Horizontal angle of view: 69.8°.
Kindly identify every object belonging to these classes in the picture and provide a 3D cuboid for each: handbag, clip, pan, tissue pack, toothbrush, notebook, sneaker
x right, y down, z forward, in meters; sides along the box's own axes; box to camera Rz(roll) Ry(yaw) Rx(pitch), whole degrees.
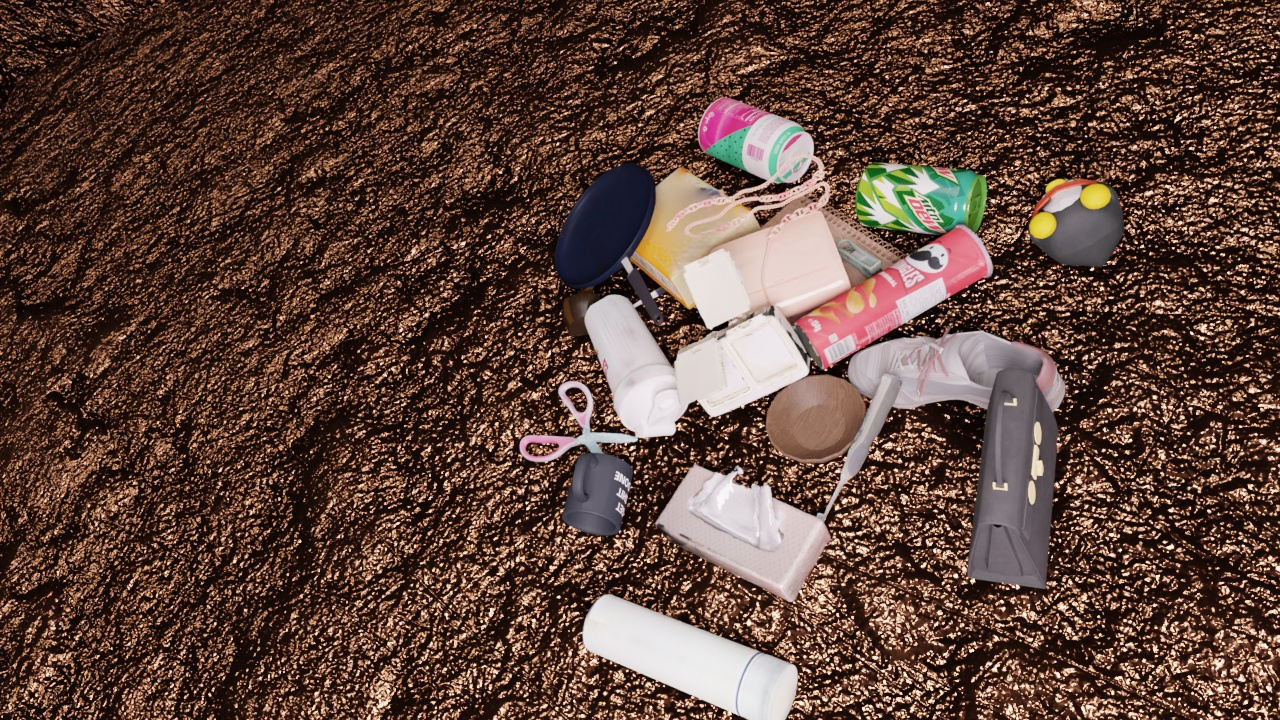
[{"bbox_3d":[0.150,-0.125,1.112,0.199,0.187,0.116,-19,62,9],"label":"handbag"},{"bbox_3d":[0.276,-0.128,1.155,0.023,0.047,0.076,-38,45,-3],"label":"clip"},{"bbox_3d":[-0.026,-0.145,1.248,0.199,0.021,0.356,-48,37,16],"label":"pan"},{"bbox_3d":[0.111,0.181,1.026,0.181,0.071,0.103,21,69,39],"label":"tissue pack"},{"bbox_3d":[0.041,-0.104,1.296,0.187,0.012,0.017,-33,62,2],"label":"toothbrush"},{"bbox_3d":[0.228,-0.123,1.212,0.169,0.022,0.210,-41,49,-4],"label":"notebook"},{"bbox_3d":[0.240,0.102,1.017,0.024,0.022,0.185,26,91,12],"label":"toothbrush"},{"bbox_3d":[0.341,0.003,1.019,0.236,0.089,0.099,6,60,29],"label":"sneaker"},{"bbox_3d":[0.351,0.095,0.877,0.072,0.196,0.175,3,59,28],"label":"handbag"}]

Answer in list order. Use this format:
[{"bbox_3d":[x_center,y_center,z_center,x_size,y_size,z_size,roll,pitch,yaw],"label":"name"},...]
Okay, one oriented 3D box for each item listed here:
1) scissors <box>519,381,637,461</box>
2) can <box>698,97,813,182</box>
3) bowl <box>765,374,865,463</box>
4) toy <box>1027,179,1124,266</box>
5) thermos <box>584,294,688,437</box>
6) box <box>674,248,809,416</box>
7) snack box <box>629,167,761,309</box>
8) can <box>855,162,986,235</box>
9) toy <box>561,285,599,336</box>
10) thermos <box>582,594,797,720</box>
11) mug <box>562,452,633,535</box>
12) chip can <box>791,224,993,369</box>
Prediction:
[{"bbox_3d":[-0.077,0.086,1.219,0.173,0.014,0.158,-3,57,25],"label":"scissors"},{"bbox_3d":[0.165,-0.321,1.338,0.088,0.088,0.166,-47,50,-10],"label":"can"},{"bbox_3d":[0.207,0.073,1.074,0.118,0.030,0.117,-13,52,18],"label":"bowl"},{"bbox_3d":[0.502,-0.165,1.059,0.098,0.099,0.119,-31,22,28],"label":"toy"},{"bbox_3d":[-0.007,0.007,1.197,0.099,0.099,0.220,-31,44,3],"label":"thermos"},{"bbox_3d":[0.090,-0.016,1.062,0.144,0.194,0.100,-28,21,24],"label":"box"},{"bbox_3d":[0.060,-0.181,1.281,0.145,0.080,0.195,-40,41,-4],"label":"snack box"},{"bbox_3d":[0.355,-0.204,1.164,0.144,0.083,0.083,13,64,33],"label":"can"},{"bbox_3d":[-0.081,-0.080,1.314,0.076,0.062,0.100,-48,28,40],"label":"toy"},{"bbox_3d":[0.048,0.311,0.961,0.230,0.068,0.067,13,64,32],"label":"thermos"},{"bbox_3d":[-0.056,0.153,1.099,0.071,0.105,0.077,1,57,21],"label":"mug"},{"bbox_3d":[0.298,-0.074,1.097,0.233,0.073,0.073,-30,49,0],"label":"chip can"}]
